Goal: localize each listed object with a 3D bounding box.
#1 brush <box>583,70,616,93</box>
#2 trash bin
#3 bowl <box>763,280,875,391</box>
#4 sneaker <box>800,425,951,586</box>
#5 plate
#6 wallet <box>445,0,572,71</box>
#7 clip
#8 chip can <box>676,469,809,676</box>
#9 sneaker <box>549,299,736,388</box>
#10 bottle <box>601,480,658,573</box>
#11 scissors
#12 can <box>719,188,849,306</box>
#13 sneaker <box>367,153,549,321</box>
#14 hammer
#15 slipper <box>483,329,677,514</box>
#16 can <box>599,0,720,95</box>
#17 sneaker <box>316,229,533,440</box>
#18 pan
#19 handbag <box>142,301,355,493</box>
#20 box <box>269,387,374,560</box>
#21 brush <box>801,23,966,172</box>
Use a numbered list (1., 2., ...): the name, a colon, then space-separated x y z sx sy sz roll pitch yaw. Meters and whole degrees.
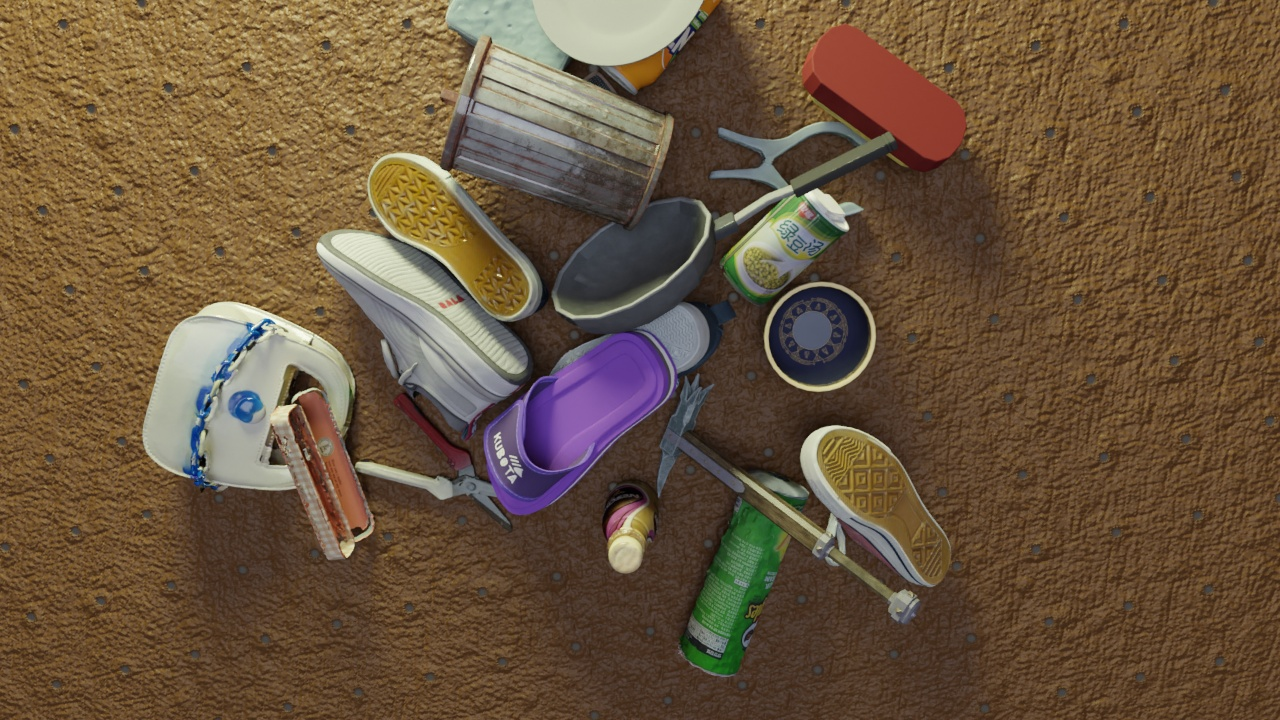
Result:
1. brush: -0.082 -0.241 0.954 0.136 0.015 0.050 -38 97 8
2. trash bin: -0.089 -0.218 0.885 0.211 0.131 0.131 18 100 -12
3. bowl: 0.182 -0.028 0.957 0.112 0.061 0.112 0 100 2
4. sneaker: 0.236 0.154 0.974 0.241 0.088 0.118 47 65 -25
5. plate: -0.018 -0.363 0.863 0.179 0.012 0.178 -1 86 17
6. wallet: -0.120 -0.347 0.920 0.131 0.054 0.100 30 107 -6
7. clip: 0.155 -0.174 0.951 0.171 0.029 0.141 1 99 2
8. chip can: 0.111 0.228 1.000 0.075 0.075 0.223 20 100 -2
9. sneaker: -0.006 0.006 0.960 0.236 0.087 0.089 -32 83 32
10. bottle: -0.012 0.174 0.947 0.059 0.166 0.060 0 100 2
11. scissors: -0.226 0.119 1.023 0.179 0.015 0.193 -15 99 3
12. can: 0.145 -0.117 0.924 0.067 0.067 0.121 44 116 -5
13. sneaker: -0.180 -0.131 0.949 0.235 0.079 0.087 42 107 13
14. hammer: 0.140 0.157 0.920 0.317 0.028 0.147 36 118 32
15. slipper: -0.085 0.068 0.917 0.267 0.083 0.107 -39 78 30
16. can: 0.016 -0.339 0.901 0.079 0.079 0.142 40 99 -5
17. sneaker: -0.241 -0.030 0.966 0.263 0.096 0.129 40 120 4
18. pan: 0.076 -0.125 0.883 0.358 0.178 0.041 -25 124 16
19. handbag: -0.413 0.048 0.984 0.199 0.093 0.201 16 100 -10
20. box: -0.338 0.124 0.984 0.043 0.083 0.187 -7 115 13
21. brush: 0.238 -0.256 0.914 0.173 0.042 0.082 35 68 -4
